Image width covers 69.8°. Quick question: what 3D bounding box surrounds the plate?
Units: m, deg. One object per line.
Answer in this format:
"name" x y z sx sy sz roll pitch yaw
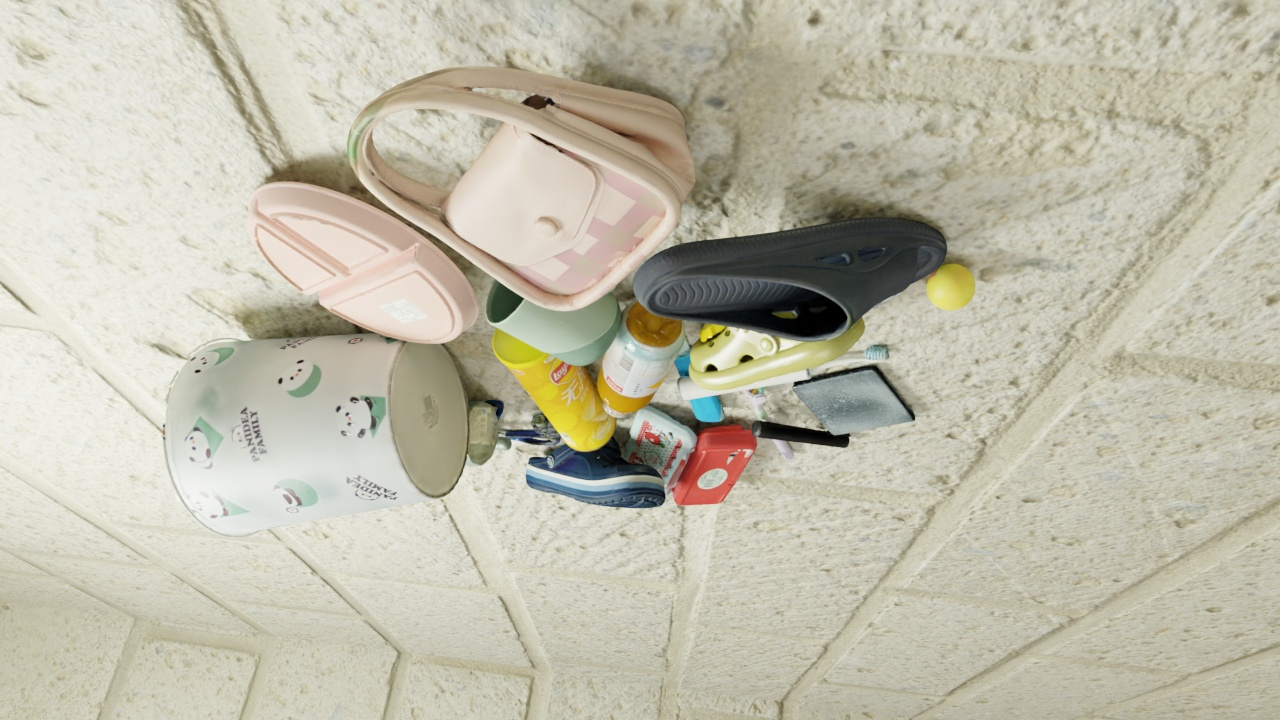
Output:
"plate" -0.262 -0.081 0.857 0.229 0.028 0.230 17 155 8

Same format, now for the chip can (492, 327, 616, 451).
"chip can" -0.089 0.025 1.008 0.072 0.072 0.213 -1 151 16

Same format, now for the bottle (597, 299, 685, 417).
"bottle" -0.006 0.006 0.953 0.068 0.067 0.190 12 151 -7

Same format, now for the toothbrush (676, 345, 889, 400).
"toothbrush" 0.147 0.012 0.957 0.221 0.026 0.026 -10 139 17

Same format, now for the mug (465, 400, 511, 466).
"mug" -0.231 0.092 1.149 0.103 0.083 0.124 2 166 23

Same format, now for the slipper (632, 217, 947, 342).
"slipper" 0.128 -0.051 0.746 0.267 0.083 0.111 -6 159 -17

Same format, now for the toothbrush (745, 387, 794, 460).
"toothbrush" 0.158 0.078 1.092 0.029 0.021 0.189 36 170 34

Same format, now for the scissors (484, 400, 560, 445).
"scissors" -0.186 0.094 1.213 0.162 0.012 0.176 9 150 -3

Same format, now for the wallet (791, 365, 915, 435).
"wallet" 0.237 0.045 1.015 0.097 0.019 0.121 -15 142 32

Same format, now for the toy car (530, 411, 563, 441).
"toy car" -0.085 0.077 1.138 0.106 0.031 0.049 -2 150 21

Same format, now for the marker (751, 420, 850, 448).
"marker" 0.189 0.087 1.074 0.132 0.020 0.022 9 134 -26

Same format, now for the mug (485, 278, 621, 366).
"mug" -0.070 -0.058 0.857 0.106 0.082 0.112 29 113 -32

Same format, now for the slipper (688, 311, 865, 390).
"slipper" 0.119 -0.029 0.864 0.191 0.091 0.081 -12 108 46

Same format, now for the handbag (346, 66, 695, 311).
"handbag" -0.097 -0.136 0.680 0.234 0.093 0.194 18 149 -28

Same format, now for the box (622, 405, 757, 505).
"box" 0.056 0.128 1.175 0.161 0.060 0.201 13 150 -2

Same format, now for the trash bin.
"trash bin" -0.342 0.074 1.018 0.252 0.229 0.230 -6 148 14

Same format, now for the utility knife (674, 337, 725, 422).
"utility knife" 0.059 0.016 1.007 0.034 0.018 0.191 -7 145 14

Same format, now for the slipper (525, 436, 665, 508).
"slipper" -0.057 0.138 1.189 0.105 0.095 0.253 8 174 -39

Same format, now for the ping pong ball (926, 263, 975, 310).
"ping pong ball" 0.267 -0.063 0.790 0.040 0.040 0.040 6 151 3
